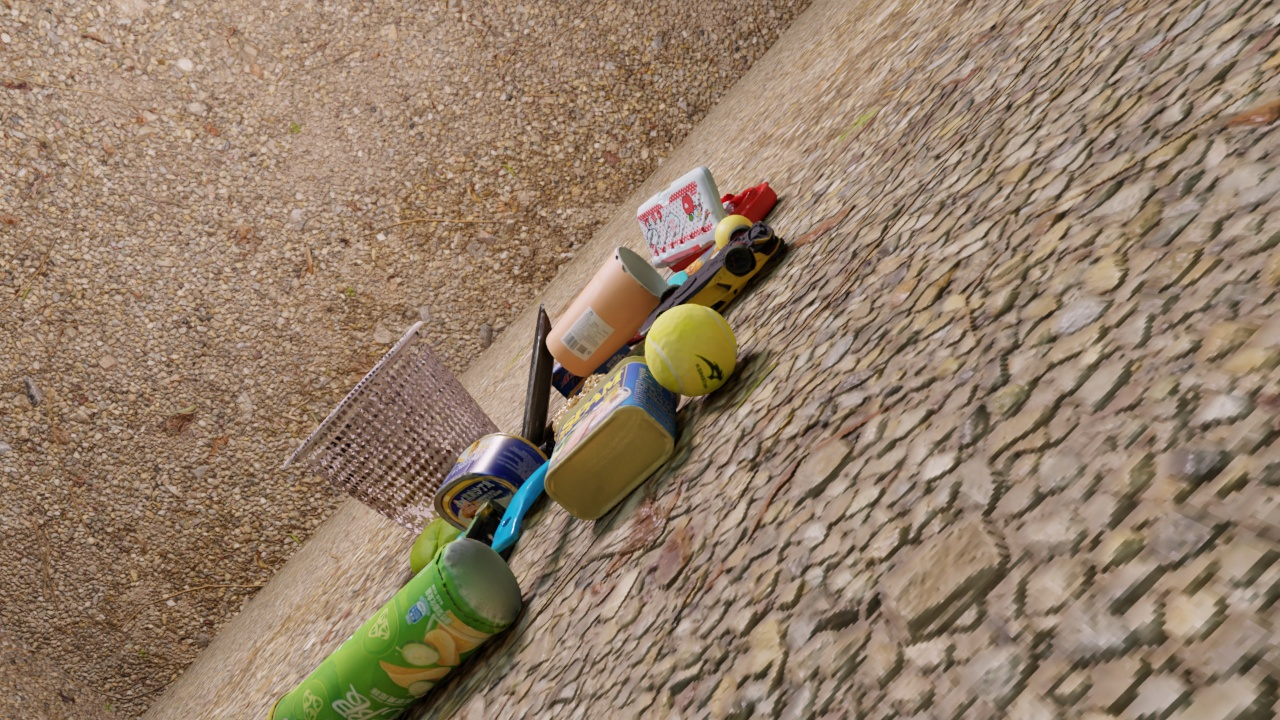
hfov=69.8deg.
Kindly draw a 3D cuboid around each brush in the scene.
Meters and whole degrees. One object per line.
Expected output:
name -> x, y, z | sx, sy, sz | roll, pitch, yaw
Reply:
brush -> -0.068, 0.079, 0.764 | 0.083, 0.046, 0.254 | -37, 8, 26

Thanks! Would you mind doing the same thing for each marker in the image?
marker -> -0.128, 0.117, 0.951 | 0.132, 0.020, 0.022 | -38, -2, 37

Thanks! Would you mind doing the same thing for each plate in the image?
plate -> -0.110, 0.028, 0.998 | 0.179, 0.024, 0.179 | -173, 91, -81

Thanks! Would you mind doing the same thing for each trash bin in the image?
trash bin -> -0.266, 0.098, 1.078 | 0.228, 0.192, 0.227 | -44, 11, 11

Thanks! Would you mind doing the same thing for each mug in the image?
mug -> -0.034, -0.044, 0.917 | 0.123, 0.078, 0.078 | -45, 11, 19

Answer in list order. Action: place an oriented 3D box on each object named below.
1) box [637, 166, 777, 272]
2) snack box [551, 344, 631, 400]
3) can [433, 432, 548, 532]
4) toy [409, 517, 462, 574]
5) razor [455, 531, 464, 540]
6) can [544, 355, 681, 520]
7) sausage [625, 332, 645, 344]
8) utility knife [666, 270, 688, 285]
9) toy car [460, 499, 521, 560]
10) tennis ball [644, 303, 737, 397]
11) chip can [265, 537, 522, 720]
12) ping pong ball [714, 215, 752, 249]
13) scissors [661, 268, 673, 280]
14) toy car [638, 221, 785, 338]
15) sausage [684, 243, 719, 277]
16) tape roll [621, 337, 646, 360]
box -> 0.058, -0.165, 1.039 | 0.095, 0.098, 0.202 | -51, 12, -17
snack box -> -0.058, 0.008, 1.022 | 0.084, 0.026, 0.157 | -48, 16, -4
can -> -0.141, 0.118, 0.857 | 0.149, 0.074, 0.049 | -34, 20, 51
toy -> -0.216, 0.194, 0.975 | 0.100, 0.031, 0.096 | -45, 20, 18
razor -> -0.173, 0.156, 0.933 | 0.043, 0.028, 0.132 | -33, 33, 41
can -> -0.019, 0.056, 0.663 | 0.102, 0.057, 0.083 | -44, 14, 19
sausage -> 0.004, -0.035, 0.993 | 0.020, 0.020, 0.156 | -52, 12, -23
utility knife -> 0.041, -0.056, 0.913 | 0.029, 0.013, 0.164 | -38, 21, 15
toy car -> -0.132, 0.156, 0.771 | 0.036, 0.043, 0.091 | -39, 12, 23
tennis ball -> 0.036, -0.007, 0.648 | 0.065, 0.065, 0.065 | -45, 11, 11
chip can -> -0.177, 0.215, 0.657 | 0.222, 0.072, 0.072 | -43, 12, 19
ping pong ball -> 0.094, -0.123, 0.904 | 0.040, 0.040, 0.040 | -45, 11, 11
scissors -> -0.013, -0.054, 1.132 | 0.142, 0.012, 0.170 | -36, 16, 35
toy car -> 0.062, -0.067, 0.825 | 0.156, 0.041, 0.071 | -39, 13, 24
sausage -> 0.045, -0.082, 0.994 | 0.166, 0.021, 0.021 | -38, 14, 38
tape roll -> -0.005, 0.005, 0.897 | 0.086, 0.014, 0.085 | -45, 11, 11
